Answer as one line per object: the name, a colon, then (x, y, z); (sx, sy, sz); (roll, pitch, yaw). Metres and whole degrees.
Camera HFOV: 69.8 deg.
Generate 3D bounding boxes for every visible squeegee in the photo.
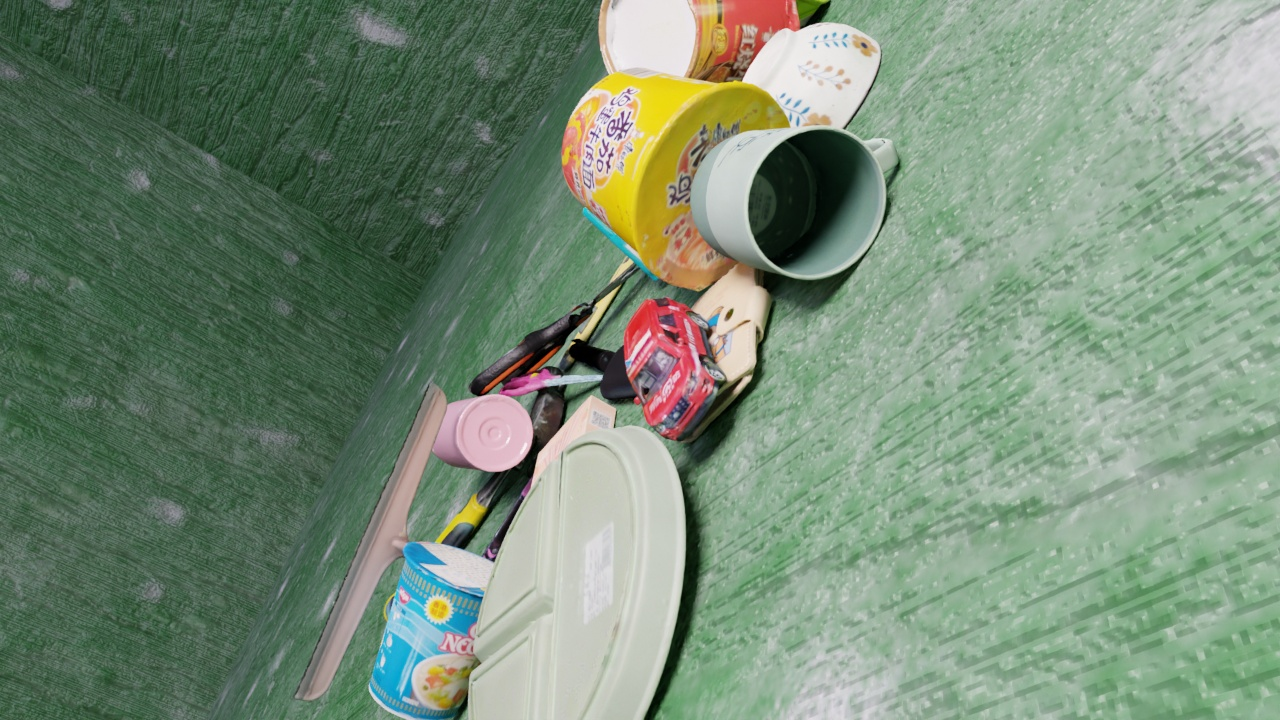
squeegee: (-0.183, 0.176, 0.790); (0.250, 0.040, 0.247); (86, -159, -68)

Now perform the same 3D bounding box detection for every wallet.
wallet: (0.054, -0.013, 0.589); (0.088, 0.024, 0.114); (-50, 19, 42)

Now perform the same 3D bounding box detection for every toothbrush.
toothbrush: (-0.129, 0.167, 0.813); (0.189, 0.014, 0.018); (-58, 27, 4)

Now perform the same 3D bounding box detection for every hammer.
hammer: (-0.171, 0.154, 0.916); (0.324, 0.032, 0.126); (-52, 18, 22)

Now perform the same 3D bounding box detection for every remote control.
remote control: (-0.004, 0.004, 0.714); (0.053, 0.024, 0.137); (-64, 18, -16)

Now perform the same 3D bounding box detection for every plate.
plate: (-0.047, 0.144, 0.543); (0.231, 0.027, 0.229); (-45, 33, 40)

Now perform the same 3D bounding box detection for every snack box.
snack box: (-0.058, 0.105, 0.695); (0.085, 0.026, 0.157); (-48, 20, 33)

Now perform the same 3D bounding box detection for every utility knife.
utility knife: (-0.037, -0.058, 0.930); (0.166, 0.018, 0.031); (-54, 24, 3)

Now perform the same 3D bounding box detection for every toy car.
toy car: (0.016, 0.002, 0.561); (0.053, 0.045, 0.120); (-57, 21, 20)

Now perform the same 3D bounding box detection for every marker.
marker: (-0.044, -0.005, 0.843); (0.132, 0.020, 0.022); (-162, 65, -73)

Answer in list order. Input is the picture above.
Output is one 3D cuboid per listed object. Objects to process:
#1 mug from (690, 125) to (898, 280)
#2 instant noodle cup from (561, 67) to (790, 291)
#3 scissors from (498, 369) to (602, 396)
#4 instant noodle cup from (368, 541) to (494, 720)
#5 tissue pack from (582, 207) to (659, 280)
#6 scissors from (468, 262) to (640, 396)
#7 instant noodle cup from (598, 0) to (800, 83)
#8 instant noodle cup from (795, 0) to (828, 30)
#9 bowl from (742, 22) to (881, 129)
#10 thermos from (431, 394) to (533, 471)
mug: (0.092, -0.101, 0.540); (0.111, 0.082, 0.106); (-29, 17, -8)
instant noodle cup: (0.019, -0.134, 0.632); (0.110, 0.138, 0.138); (36, 96, 42)
scissors: (-0.077, 0.019, 0.839); (0.134, 0.017, 0.056); (-3, 22, 43)
instant noodle cup: (-0.152, 0.207, 0.693); (0.110, 0.099, 0.099); (-68, 17, 1)
tissue pack: (0.021, -0.137, 0.757); (0.134, 0.093, 0.050); (-42, 10, 43)
scissors: (-0.070, -0.037, 0.887); (0.229, 0.021, 0.190); (-35, -5, -9)
instant noodle cup: (0.039, -0.269, 0.743); (0.108, 0.138, 0.138); (-21, -12, -41)
instant noodle cup: (0.090, -0.301, 0.830); (0.124, 0.111, 0.111); (-57, 16, 33)
bowl: (0.112, -0.199, 0.663); (0.114, 0.062, 0.113); (-50, 19, 24)
thermos: (-0.148, 0.063, 0.854); (0.087, 0.067, 0.199); (-31, 6, -20)
